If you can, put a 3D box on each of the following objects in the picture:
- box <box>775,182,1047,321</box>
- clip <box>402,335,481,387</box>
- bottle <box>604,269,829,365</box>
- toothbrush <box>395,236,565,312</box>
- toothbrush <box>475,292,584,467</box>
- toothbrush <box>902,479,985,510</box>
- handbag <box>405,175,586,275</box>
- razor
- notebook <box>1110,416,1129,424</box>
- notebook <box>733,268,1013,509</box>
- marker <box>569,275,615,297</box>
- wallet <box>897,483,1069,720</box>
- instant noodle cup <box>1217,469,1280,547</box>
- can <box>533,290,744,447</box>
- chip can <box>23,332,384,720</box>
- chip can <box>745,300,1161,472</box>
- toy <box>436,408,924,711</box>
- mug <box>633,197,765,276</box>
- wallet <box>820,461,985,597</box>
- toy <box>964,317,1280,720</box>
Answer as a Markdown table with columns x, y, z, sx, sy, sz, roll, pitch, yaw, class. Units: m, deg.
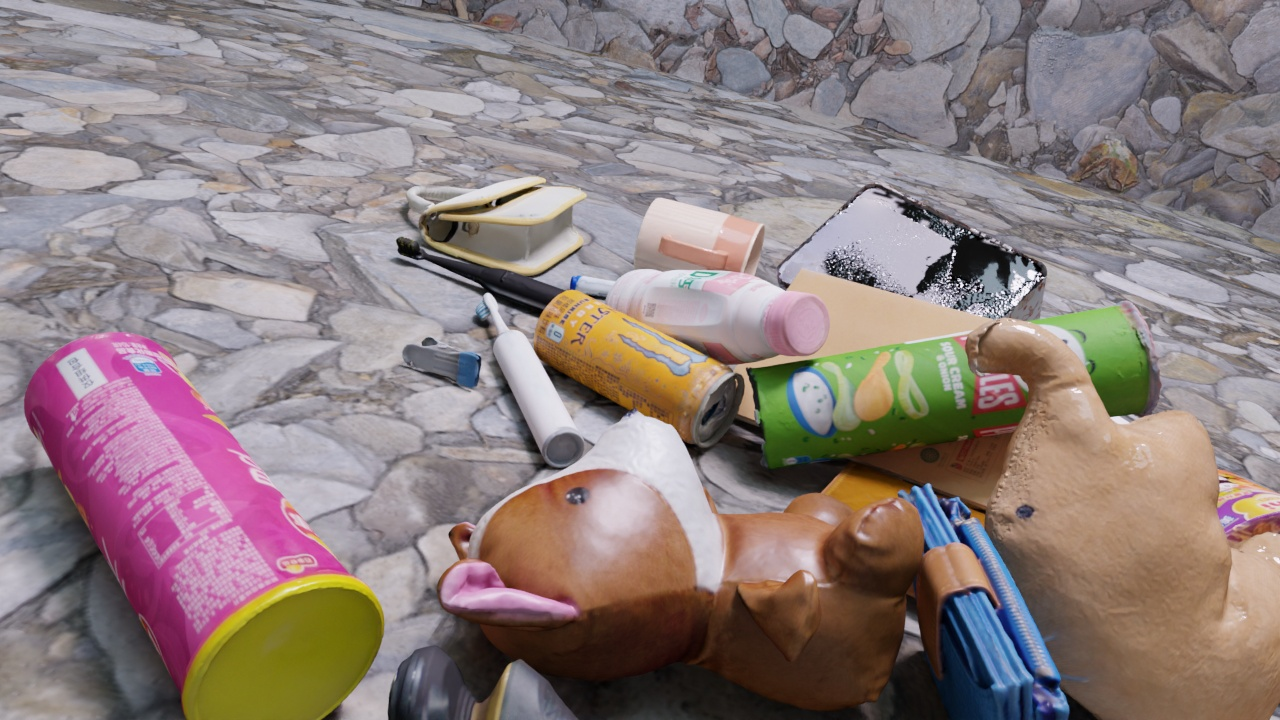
| x | y | z | sx | sy | sz | roll | pitch | yaw | class |
| --- | --- | --- | --- | --- | --- | --- | --- | --- | --- |
| 0.220 | -0.015 | 0.766 | 0.150 | 0.168 | 0.182 | -43 | 53 | -12 | box |
| -0.130 | 0.000 | 0.616 | 0.057 | 0.024 | 0.028 | 17 | 19 | 23 | clip |
| 0.049 | -0.030 | 0.645 | 0.068 | 0.068 | 0.197 | -2 | 7 | -33 | bottle |
| -0.112 | -0.064 | 0.760 | 0.213 | 0.027 | 0.026 | 21 | 63 | 14 | toothbrush |
| -0.083 | 0.002 | 0.629 | 0.027 | 0.026 | 0.221 | 45 | 5 | -35 | toothbrush |
| 0.258 | 0.096 | 0.622 | 0.191 | 0.018 | 0.016 | 8 | 26 | -14 | toothbrush |
| -0.152 | -0.147 | 0.888 | 0.179 | 0.063 | 0.163 | 15 | 22 | 10 | handbag |
| -0.016 | 0.157 | 0.307 | 0.167 | 0.062 | 0.067 | 27 | 57 | 14 | razor |
| 0.360 | 0.072 | 0.707 | 0.150 | 0.012 | 0.208 | 34 | 27 | 16 | notebook |
| 0.174 | 0.011 | 0.644 | 0.208 | 0.008 | 0.147 | 19 | 59 | 30 | notebook |
| 0.008 | -0.058 | 0.828 | 0.145 | 0.017 | 0.017 | 8 | 24 | -14 | marker |
| 0.142 | 0.128 | 0.390 | 0.040 | 0.106 | 0.133 | -12 | 24 | 5 | wallet |
| 0.340 | 0.116 | 0.524 | 0.111 | 0.112 | 0.099 | 14 | 16 | -1 | instant noodle cup |
| -0.004 | 0.004 | 0.631 | 0.146 | 0.058 | 0.058 | 28 | 27 | 28 | can |
| -0.190 | 0.062 | 0.384 | 0.071 | 0.071 | 0.210 | -10 | 33 | -43 | chip can |
| 0.188 | 0.019 | 0.579 | 0.236 | 0.072 | 0.072 | -10 | 22 | 10 | chip can |
| 0.016 | 0.085 | 0.393 | 0.199 | 0.130 | 0.140 | 0 | -10 | -7 | toy |
| 0.052 | -0.102 | 0.859 | 0.106 | 0.082 | 0.114 | 18 | 12 | 12 | mug |
| 0.165 | 0.106 | 0.529 | 0.131 | 0.035 | 0.118 | 23 | 25 | 23 | wallet |
| 0.221 | 0.085 | 0.429 | 0.226 | 0.143 | 0.083 | 48 | -20 | -8 | toy |
